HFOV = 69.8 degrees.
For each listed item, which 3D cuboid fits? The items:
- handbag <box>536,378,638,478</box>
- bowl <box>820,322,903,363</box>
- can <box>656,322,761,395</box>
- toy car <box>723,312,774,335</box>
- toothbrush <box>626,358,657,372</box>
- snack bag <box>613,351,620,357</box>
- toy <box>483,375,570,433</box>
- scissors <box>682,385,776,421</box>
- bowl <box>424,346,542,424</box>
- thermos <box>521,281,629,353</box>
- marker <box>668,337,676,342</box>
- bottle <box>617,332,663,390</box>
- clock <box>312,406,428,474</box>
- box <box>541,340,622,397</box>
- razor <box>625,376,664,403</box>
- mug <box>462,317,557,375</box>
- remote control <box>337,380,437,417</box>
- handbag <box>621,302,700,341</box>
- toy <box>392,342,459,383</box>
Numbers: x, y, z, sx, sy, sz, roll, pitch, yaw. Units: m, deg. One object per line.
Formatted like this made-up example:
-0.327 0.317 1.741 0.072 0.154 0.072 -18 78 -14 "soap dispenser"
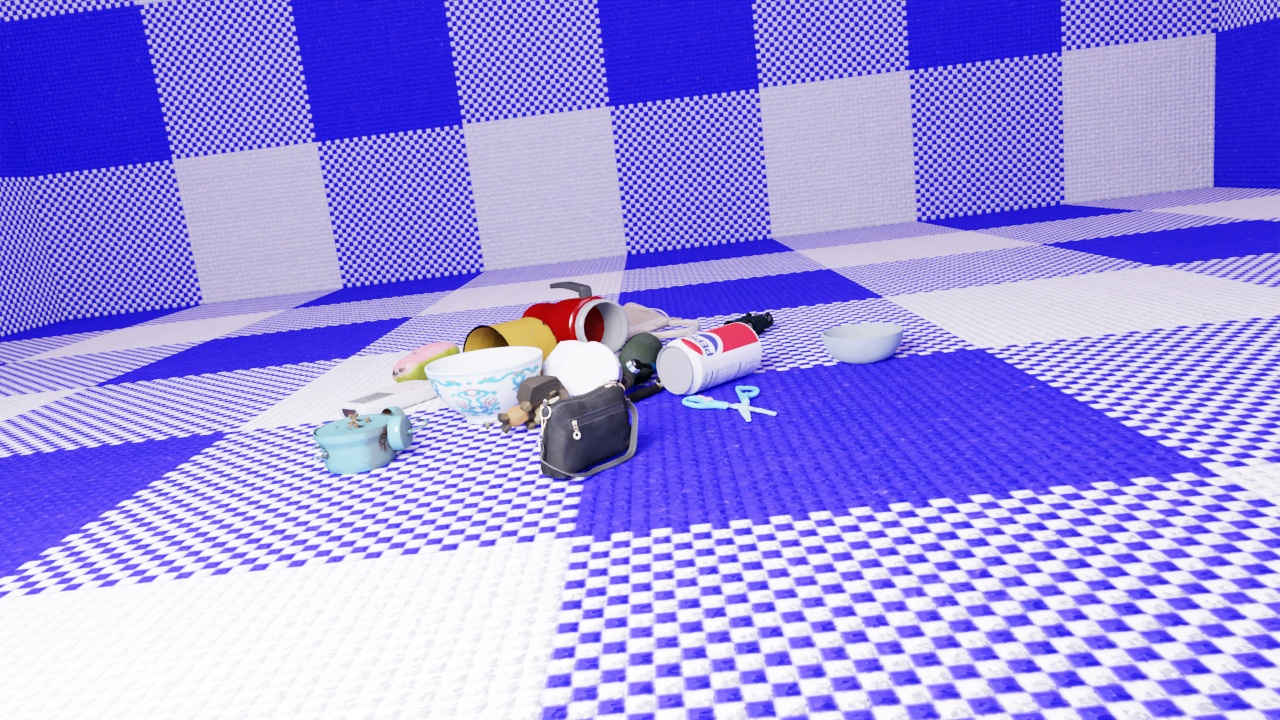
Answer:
-0.051 0.065 0.896 0.054 0.079 0.128 5 17 42 "handbag"
0.293 -0.021 1.211 0.106 0.039 0.106 -7 12 1 "bowl"
0.089 -0.003 1.165 0.131 0.070 0.070 -17 15 -40 "can"
0.173 -0.054 1.454 0.046 0.034 0.111 2 13 34 "toy car"
0.017 0.010 1.186 0.014 0.014 0.167 -38 -14 13 "toothbrush"
-0.059 -0.004 1.359 0.197 0.016 0.070 0 8 15 "snack bag"
-0.130 0.055 1.047 0.100 0.076 0.062 -29 58 -17 "toy"
0.119 0.049 1.059 0.111 0.015 0.141 -17 21 -38 "scissors"
-0.188 0.034 1.134 0.144 0.074 0.144 -7 12 1 "bowl"
-0.100 -0.059 1.313 0.083 0.108 0.199 -10 7 -31 "thermos"
0.054 -0.012 1.355 0.020 0.020 0.141 -7 12 0 "marker"
-0.007 0.007 1.217 0.055 0.055 0.174 -5 13 11 "bottle"
-0.295 0.085 1.007 0.124 0.053 0.090 -11 13 -18 "clock"
-0.071 0.013 1.126 0.080 0.089 0.143 -49 21 -13 "box"
0.002 0.039 1.145 0.143 0.022 0.043 -28 -19 -49 "razor"
-0.168 0.002 1.259 0.123 0.101 0.093 46 35 21 "mug"
-0.342 0.053 1.256 0.060 0.025 0.138 2 15 37 "remote control"
0.003 -0.046 1.439 0.198 0.062 0.175 1 14 39 "handbag"
-0.331 0.006 1.405 0.090 0.051 0.109 -17 12 30 "toy"
